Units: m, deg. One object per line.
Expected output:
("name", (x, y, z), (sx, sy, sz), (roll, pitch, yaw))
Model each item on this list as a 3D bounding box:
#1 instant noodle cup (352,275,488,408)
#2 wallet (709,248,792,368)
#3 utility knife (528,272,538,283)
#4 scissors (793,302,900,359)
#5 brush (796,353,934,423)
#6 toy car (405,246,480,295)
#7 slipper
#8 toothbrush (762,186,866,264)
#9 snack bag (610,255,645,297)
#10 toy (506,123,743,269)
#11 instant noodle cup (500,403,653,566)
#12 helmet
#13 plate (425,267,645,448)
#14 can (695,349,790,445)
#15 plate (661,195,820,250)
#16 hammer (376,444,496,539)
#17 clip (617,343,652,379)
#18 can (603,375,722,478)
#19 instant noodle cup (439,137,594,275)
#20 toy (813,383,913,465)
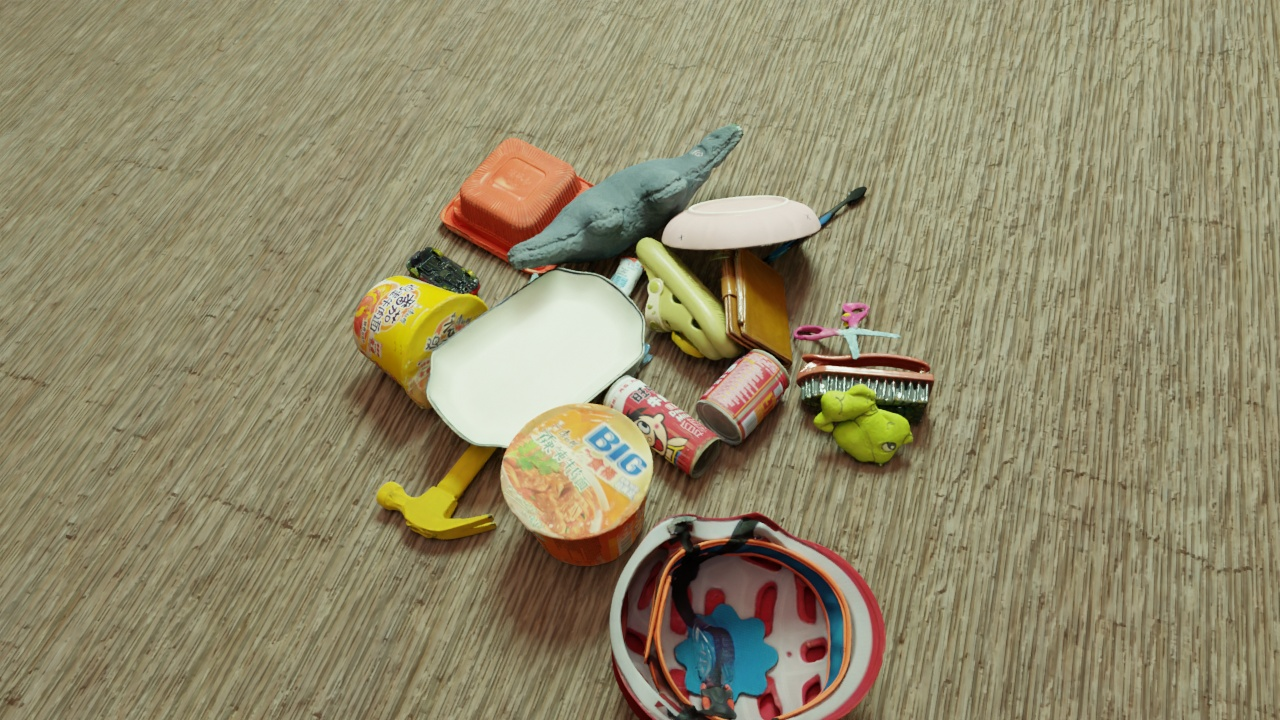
("instant noodle cup", (-0.258, -0.030, 1.067), (0.110, 0.138, 0.137), (25, 62, 29))
("wallet", (0.132, -0.068, 1.072), (0.035, 0.119, 0.130), (-32, 44, 39))
("utility knife", (-0.155, -0.031, 1.123), (0.031, 0.020, 0.189), (26, 54, -11))
("scissors", (0.235, -0.033, 1.063), (0.130, 0.017, 0.133), (-10, 28, 13))
("brush", (0.248, 0.025, 1.021), (0.146, 0.063, 0.069), (5, 59, 10))
("toy car", (-0.253, -0.108, 1.173), (0.106, 0.031, 0.049), (33, 64, 23))
("slipper", (0.046, -0.063, 1.097), (0.082, 0.091, 0.190), (-45, 65, 18))
("toothbrush", (0.224, -0.172, 1.187), (0.189, 0.016, 0.014), (-37, 70, -15))
("snack bag", (-0.022, -0.094, 1.146), (0.048, 0.026, 0.104), (12, 59, 20))
("toy", (-0.020, -0.192, 1.144), (0.355, 0.138, 0.091), (-33, 90, -19))
("instant noodle cup", (-0.060, 0.136, 0.944), (0.151, 0.112, 0.151), (-2, 56, 3))
("helmet", (0.084, 0.256, 0.836), (0.240, 0.144, 0.206), (6, 56, -8))
("plate", (-0.115, 0.000, 1.042), (0.162, 0.034, 0.265), (43, 63, 15))
("can", (0.115, 0.039, 1.020), (0.066, 0.067, 0.093), (35, 66, 25))
("plate", (0.120, -0.171, 1.111), (0.192, 0.039, 0.192), (-6, 17, 2))
("hammer", (-0.158, 0.074, 1.042), (0.129, 0.033, 0.300), (25, 62, 20))
("clip", (-0.008, 0.007, 1.084), (0.027, 0.043, 0.058), (22, 65, 17))
("can", (0.023, 0.072, 1.015), (0.133, 0.053, 0.053), (35, 66, 25))
("instant noodle cup", (-0.155, -0.213, 1.207), (0.189, 0.079, 0.164), (29, 67, 17))
("toy", (0.238, 0.070, 0.984), (0.097, 0.100, 0.031), (-14, 23, 16))
